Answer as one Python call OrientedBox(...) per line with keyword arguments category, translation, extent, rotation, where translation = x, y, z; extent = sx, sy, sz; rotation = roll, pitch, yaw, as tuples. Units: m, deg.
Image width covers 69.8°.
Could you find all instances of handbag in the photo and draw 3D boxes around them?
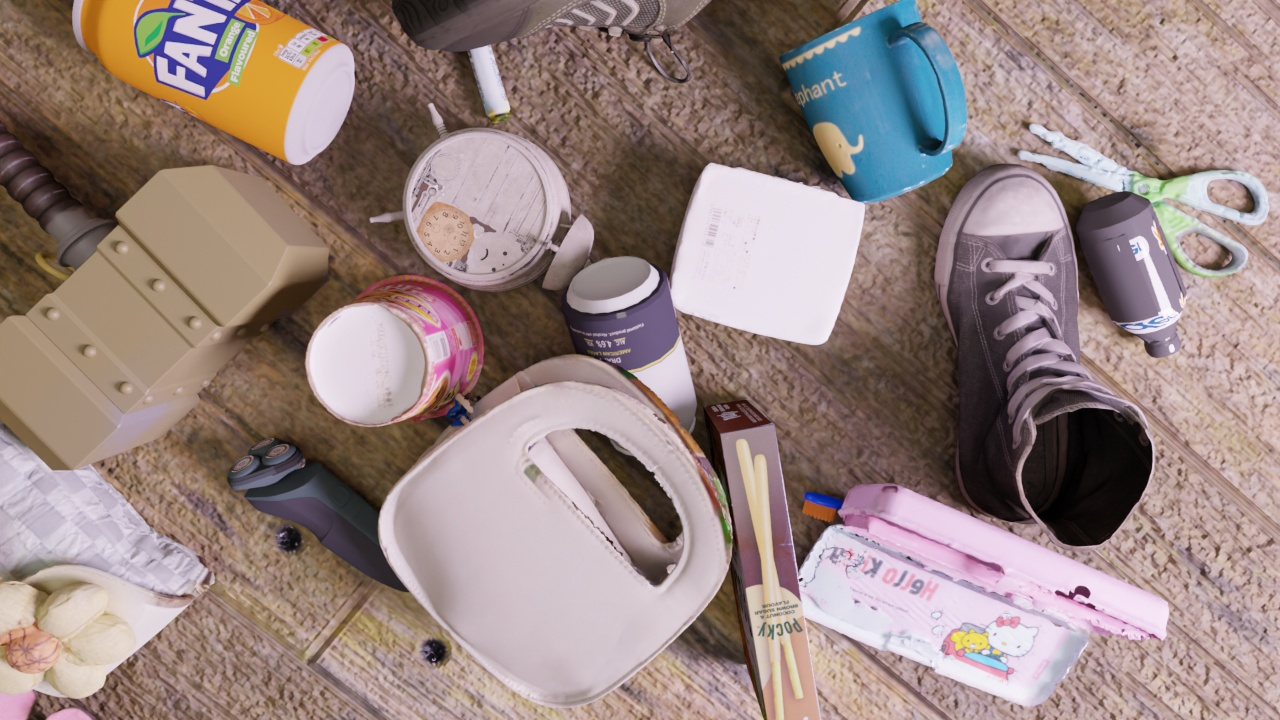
OrientedBox(category="handbag", translation=(-0.372, 0.121, 0.559), extent=(0.112, 0.123, 0.171), rotation=(-39, 101, 9))
OrientedBox(category="handbag", translation=(-0.042, 0.093, 0.562), extent=(0.200, 0.092, 0.200), rotation=(-38, 97, 25))

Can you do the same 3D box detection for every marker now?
OrientedBox(category="marker", translation=(-0.110, -0.223, 0.579), extent=(0.017, 0.017, 0.146), rotation=(-17, 96, 1))

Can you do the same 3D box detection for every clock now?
OrientedBox(category="clock", translation=(-0.079, -0.085, 0.573), extent=(0.157, 0.061, 0.103), rotation=(29, 95, -2))

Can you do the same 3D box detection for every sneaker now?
OrientedBox(category="sneaker", translation=(-0.019, -0.233, 0.546), extent=(0.238, 0.143, 0.101), rotation=(-13, 72, 22))
OrientedBox(category="sneaker", translation=(0.243, -0.006, 0.560), extent=(0.095, 0.120, 0.235), rotation=(1, 93, -1))

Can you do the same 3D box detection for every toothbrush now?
OrientedBox(category="toothbrush", translation=(0.195, 0.126, 0.624), extent=(0.182, 0.016, 0.018), rotation=(21, 100, -3))

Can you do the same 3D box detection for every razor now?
OrientedBox(category="razor", translation=(-0.200, 0.104, 0.602), extent=(0.143, 0.047, 0.052), rotation=(40, 122, -9))

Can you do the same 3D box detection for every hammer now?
OrientedBox(category="hammer", translation=(-0.370, -0.115, 0.544), extent=(0.190, 0.100, 0.325), rotation=(-42, 95, 3))

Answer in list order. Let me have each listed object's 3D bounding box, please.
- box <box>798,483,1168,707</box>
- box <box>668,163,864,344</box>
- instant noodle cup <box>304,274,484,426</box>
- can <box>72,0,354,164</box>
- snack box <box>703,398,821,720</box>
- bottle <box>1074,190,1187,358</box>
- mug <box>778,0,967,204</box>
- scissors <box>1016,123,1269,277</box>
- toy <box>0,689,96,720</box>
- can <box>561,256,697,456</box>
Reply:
OrientedBox(category="box", translation=(0.214, 0.146, 0.599), extent=(0.201, 0.073, 0.150), rotation=(24, 140, -4))
OrientedBox(category="box", translation=(0.076, -0.070, 0.591), extent=(0.107, 0.076, 0.102), rotation=(14, 94, -5))
OrientedBox(category="instant noodle cup", translation=(-0.151, -0.003, 0.557), extent=(0.097, 0.108, 0.098), rotation=(0, 95, -1))
OrientedBox(category="can", translation=(-0.251, -0.182, 0.550), extent=(0.142, 0.079, 0.079), rotation=(26, 95, -4))
OrientedBox(category="snack box", translation=(0.075, 0.124, 0.578), extent=(0.031, 0.101, 0.186), rotation=(-10, 96, 0))
OrientedBox(category="bottle", translation=(0.319, -0.053, 0.589), extent=(0.047, 0.047, 0.112), rotation=(-29, 103, 2))
OrientedBox(category="mug", translation=(0.148, -0.153, 0.546), extent=(0.084, 0.112, 0.104), rotation=(-28, 103, -17))
OrientedBox(category="scissors", translation=(0.325, -0.106, 0.603), extent=(0.175, 0.032, 0.078), rotation=(19, 98, 1))
OrientedBox(category="toy", translation=(-0.410, 0.320, 0.598), extent=(0.190, 0.088, 0.238), rotation=(14, 101, -22))
OrientedBox(category="can", translation=(-0.003, 0.003, 0.566), extent=(0.064, 0.064, 0.127), rotation=(-15, 124, 0))
